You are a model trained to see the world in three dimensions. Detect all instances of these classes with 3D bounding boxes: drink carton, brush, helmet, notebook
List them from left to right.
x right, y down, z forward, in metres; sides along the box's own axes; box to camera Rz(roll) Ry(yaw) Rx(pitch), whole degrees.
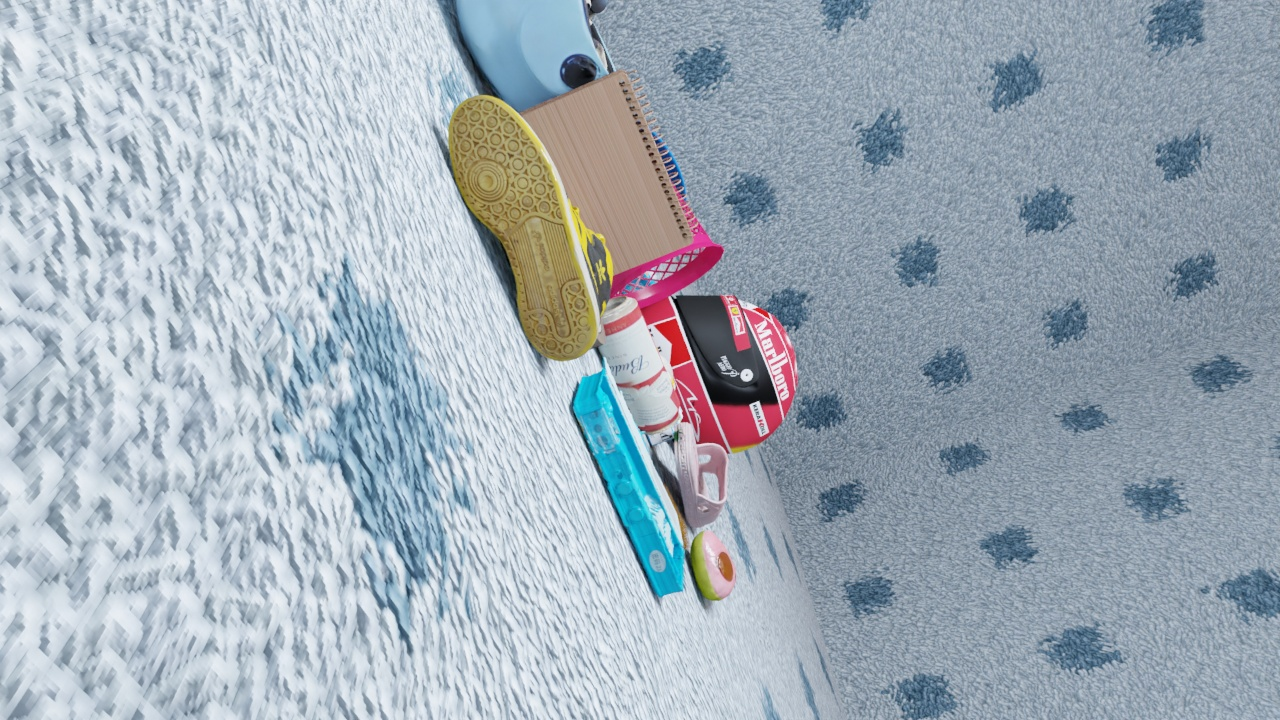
[{"bbox_3d":[-0.108,-0.371,1.042,0.266,0.167,0.225,56,15,-36],"label":"helmet"},{"bbox_3d":[-0.045,-0.195,1.018,0.022,0.169,0.210,-97,164,-58],"label":"notebook"},{"bbox_3d":[0.033,0.084,1.280,0.128,0.044,0.038,-54,123,-78],"label":"drink carton"},{"bbox_3d":[0.030,0.177,1.119,0.048,0.017,0.126,-98,165,-57],"label":"brush"},{"bbox_3d":[0.124,0.008,1.412,0.197,0.225,0.271,-89,158,-79],"label":"helmet"}]

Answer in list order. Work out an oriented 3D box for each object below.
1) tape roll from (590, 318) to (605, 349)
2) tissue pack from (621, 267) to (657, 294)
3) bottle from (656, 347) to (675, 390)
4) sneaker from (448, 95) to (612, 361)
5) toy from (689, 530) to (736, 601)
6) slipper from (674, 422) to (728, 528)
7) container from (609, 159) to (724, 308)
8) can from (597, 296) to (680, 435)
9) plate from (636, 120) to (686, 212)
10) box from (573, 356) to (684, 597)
[{"bbox_3d":[-0.070,-0.056,1.001,0.093,0.030,0.093,-20,89,-82],"label":"tape roll"},{"bbox_3d":[-0.016,-0.157,1.491,0.144,0.062,0.092,45,25,-69],"label":"tissue pack"},{"bbox_3d":[0.012,0.018,1.242,0.108,0.063,0.063,-98,164,-59],"label":"bottle"},{"bbox_3d":[-0.091,-0.126,0.835,0.122,0.086,0.238,-67,140,-69],"label":"sneaker"},{"bbox_3d":[0.096,0.271,1.200,0.110,0.051,0.090,51,21,-67],"label":"toy"},{"bbox_3d":[0.089,0.160,1.254,0.239,0.064,0.094,72,17,-58],"label":"slipper"},{"bbox_3d":[-0.015,-0.209,1.298,0.225,0.183,0.183,63,7,11],"label":"container"},{"bbox_3d":[-0.007,0.007,1.130,0.067,0.067,0.170,-89,157,-68],"label":"can"},{"bbox_3d":[-0.016,-0.293,1.417,0.024,0.225,0.224,-46,126,-31],"label":"plate"},{"bbox_3d":[-0.006,0.112,0.977,0.181,0.039,0.227,-86,154,-74],"label":"box"}]
